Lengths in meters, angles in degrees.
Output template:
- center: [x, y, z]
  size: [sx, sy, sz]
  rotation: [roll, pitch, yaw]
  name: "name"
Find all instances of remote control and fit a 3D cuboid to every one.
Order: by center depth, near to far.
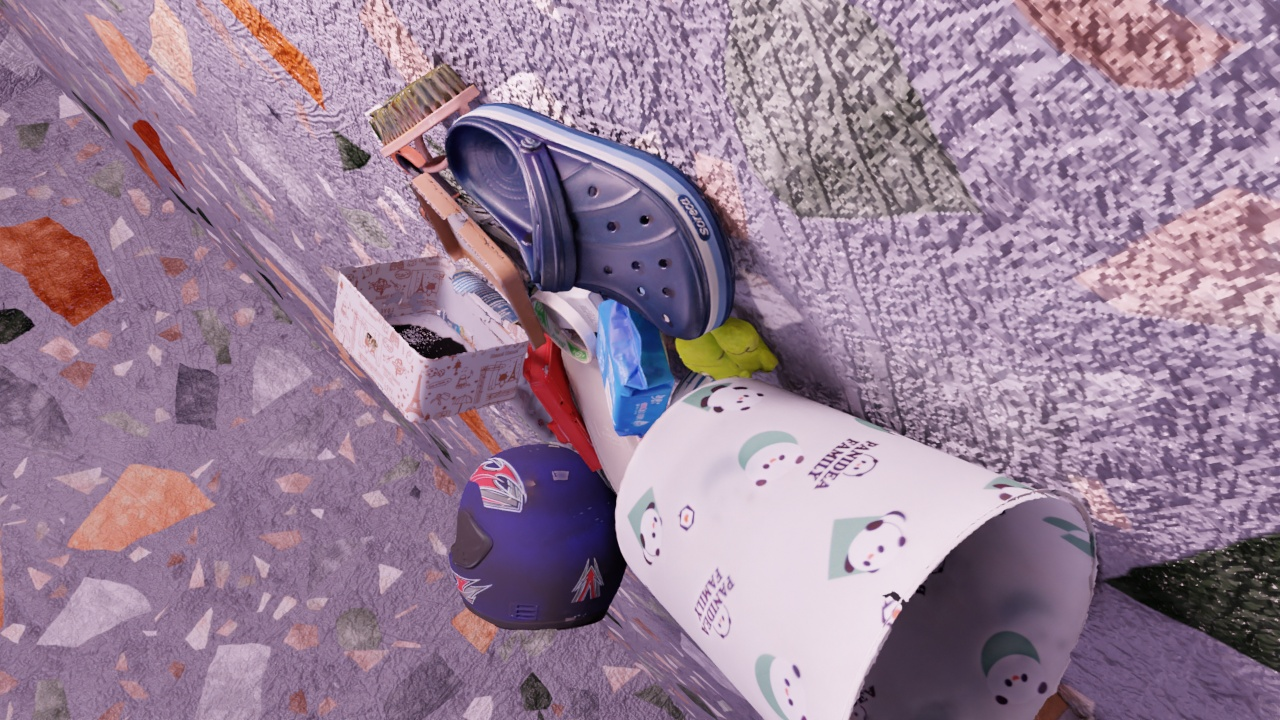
- center: [-0.064, -0.050, 0.899]
  size: [0.049, 0.024, 0.125]
  rotation: [53, 158, -23]
  name: "remote control"

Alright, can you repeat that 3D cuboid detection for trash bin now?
- center: [0.125, 0.138, 0.623]
  size: [0.252, 0.229, 0.230]
  rotation: [30, 157, 49]
  name: "trash bin"

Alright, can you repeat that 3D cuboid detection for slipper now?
- center: [-0.049, -0.099, 0.633]
  size: [0.253, 0.095, 0.105]
  rotation: [35, 146, 21]
  name: "slipper"
- center: [-0.007, 0.084, 1.003]
  size: [0.114, 0.054, 0.274]
  rotation: [9, 128, 54]
  name: "slipper"

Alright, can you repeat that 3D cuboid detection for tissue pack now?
- center: [-0.005, 0.005, 0.803]
  size: [0.157, 0.052, 0.095]
  rotation: [99, 159, -68]
  name: "tissue pack"

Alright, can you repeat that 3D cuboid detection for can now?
- center: [-0.183, -0.046, 1.068]
  size: [0.111, 0.075, 0.075]
  rotation: [36, 159, 23]
  name: "can"

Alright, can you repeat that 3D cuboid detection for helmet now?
- center: [-0.155, 0.240, 1.334]
  size: [0.316, 0.246, 0.240]
  rotation: [3, 95, 55]
  name: "helmet"

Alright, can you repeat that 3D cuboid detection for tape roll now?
- center: [-0.074, -0.033, 0.891]
  size: [0.086, 0.013, 0.086]
  rotation: [39, 160, 17]
  name: "tape roll"

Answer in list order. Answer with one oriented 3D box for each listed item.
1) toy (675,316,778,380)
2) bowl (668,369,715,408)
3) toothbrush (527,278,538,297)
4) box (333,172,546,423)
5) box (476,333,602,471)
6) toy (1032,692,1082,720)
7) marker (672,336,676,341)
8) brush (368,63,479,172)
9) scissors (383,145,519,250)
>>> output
- center: [0.063, -0.009, 0.711]
  size: [0.100, 0.031, 0.096]
  rotation: [7, 149, 49]
  name: "toy"
- center: [0.068, 0.066, 0.801]
  size: [0.116, 0.066, 0.117]
  rotation: [39, 160, 17]
  name: "bowl"
- center: [-0.111, -0.082, 0.941]
  size: [0.018, 0.016, 0.192]
  rotation: [55, 161, 4]
  name: "toothbrush"
- center: [-0.188, -0.070, 0.904]
  size: [0.183, 0.154, 0.185]
  rotation: [41, 129, 32]
  name: "box"
- center: [-0.110, 0.050, 1.052]
  size: [0.102, 0.095, 0.201]
  rotation: [-11, 143, 16]
  name: "box"
- center: [0.311, 0.327, 0.833]
  size: [0.143, 0.082, 0.226]
  rotation: [58, 164, 5]
  name: "toy"
- center: [0.011, -0.066, 0.720]
  size: [0.022, 0.020, 0.132]
  rotation: [-15, 128, 23]
  name: "marker"
- center: [-0.170, -0.197, 0.758]
  size: [0.073, 0.063, 0.146]
  rotation: [57, 156, -20]
  name: "brush"
- center: [-0.190, -0.158, 0.946]
  size: [0.225, 0.015, 0.189]
  rotation: [44, 160, 6]
  name: "scissors"
